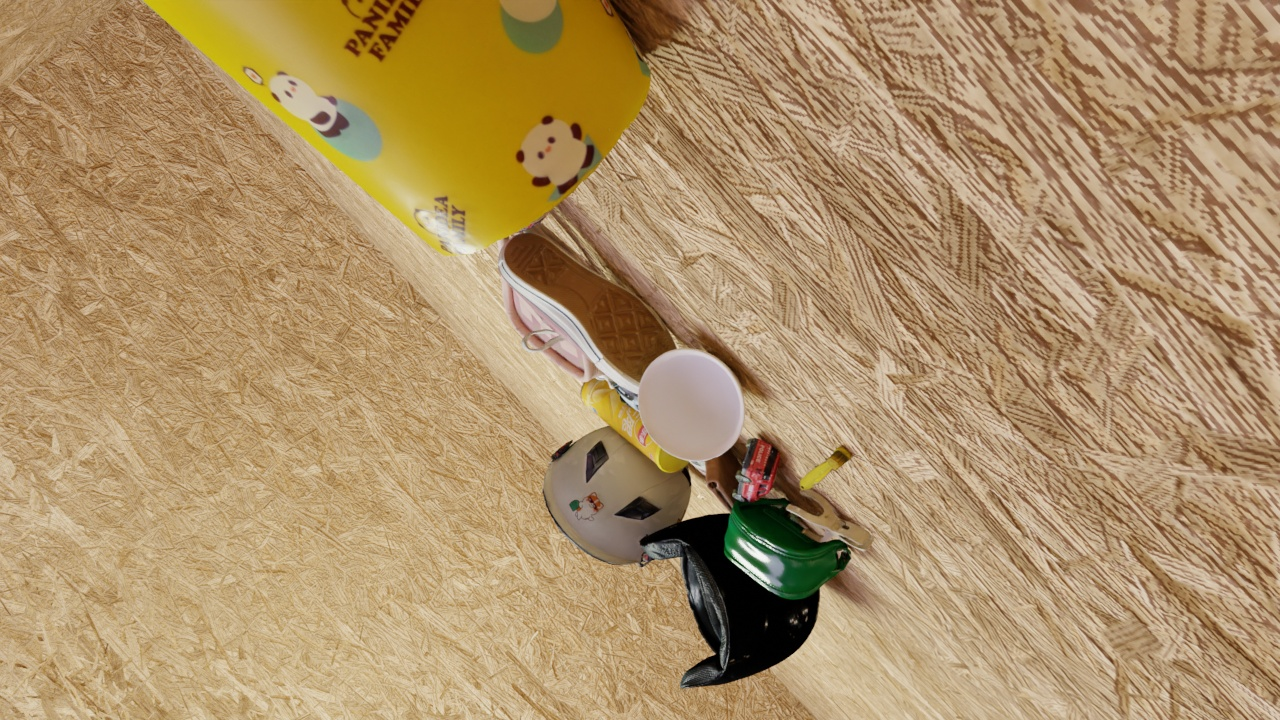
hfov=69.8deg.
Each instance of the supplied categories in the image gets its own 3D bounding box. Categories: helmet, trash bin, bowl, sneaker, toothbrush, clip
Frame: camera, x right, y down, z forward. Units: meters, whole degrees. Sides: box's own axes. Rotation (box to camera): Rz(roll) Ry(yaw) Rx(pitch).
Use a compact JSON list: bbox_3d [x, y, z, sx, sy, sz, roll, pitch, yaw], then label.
[{"bbox_3d":[-0.014,0.188,1.436,0.230,0.157,0.273,47,-160,14],"label":"helmet"},{"bbox_3d":[-0.139,-0.214,0.532,0.255,0.229,0.230,47,170,-31],"label":"trash bin"},{"bbox_3d":[0.064,0.040,0.958,0.118,0.118,0.064,44,-153,12],"label":"bowl"},{"bbox_3d":[-0.061,-0.044,1.027,0.241,0.118,0.088,39,156,0],"label":"sneaker"},{"bbox_3d":[0.134,0.334,1.323,0.275,0.230,0.233,97,159,-80],"label":"helmet"},{"bbox_3d":[0.183,0.114,0.932,0.015,0.016,0.190,45,168,11],"label":"toothbrush"},{"bbox_3d":[-0.058,0.008,1.253,0.221,0.026,0.027,-138,26,-72],"label":"toothbrush"},{"bbox_3d":[0.215,0.188,1.032,0.102,0.035,0.095,32,159,26],"label":"clip"}]

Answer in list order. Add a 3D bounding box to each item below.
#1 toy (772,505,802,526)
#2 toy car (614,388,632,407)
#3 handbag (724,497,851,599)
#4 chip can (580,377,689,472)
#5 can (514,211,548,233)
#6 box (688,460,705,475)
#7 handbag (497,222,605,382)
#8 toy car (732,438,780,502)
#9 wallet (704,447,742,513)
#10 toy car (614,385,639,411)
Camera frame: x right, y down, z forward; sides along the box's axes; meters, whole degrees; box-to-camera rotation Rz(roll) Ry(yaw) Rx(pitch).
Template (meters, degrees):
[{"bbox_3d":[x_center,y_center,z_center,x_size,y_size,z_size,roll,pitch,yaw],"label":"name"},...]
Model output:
[{"bbox_3d":[0.193,0.219,1.213,0.096,0.030,0.092,35,167,24],"label":"toy"},{"bbox_3d":[-0.031,0.019,1.337,0.105,0.032,0.048,55,167,21],"label":"toy car"},{"bbox_3d":[0.173,0.217,1.101,0.131,0.120,0.068,30,121,43],"label":"handbag"},{"bbox_3d":[-0.006,0.087,1.372,0.213,0.072,0.072,34,163,47],"label":"chip can"},{"bbox_3d":[-0.133,-0.171,0.978,0.066,0.066,0.094,50,168,-15],"label":"can"},{"bbox_3d":[0.084,0.119,1.244,0.164,0.052,0.069,50,177,-34],"label":"box"},{"bbox_3d":[-0.112,-0.098,1.144,0.193,0.093,0.234,36,158,38],"label":"handbag"},{"bbox_3d":[0.135,0.131,1.068,0.045,0.052,0.121,19,158,9],"label":"toy car"},{"bbox_3d":[0.112,0.151,1.171,0.115,0.020,0.101,52,-156,-34],"label":"wallet"},{"bbox_3d":[0.004,0.051,1.266,0.054,0.037,0.120,40,-177,33],"label":"toy car"}]
